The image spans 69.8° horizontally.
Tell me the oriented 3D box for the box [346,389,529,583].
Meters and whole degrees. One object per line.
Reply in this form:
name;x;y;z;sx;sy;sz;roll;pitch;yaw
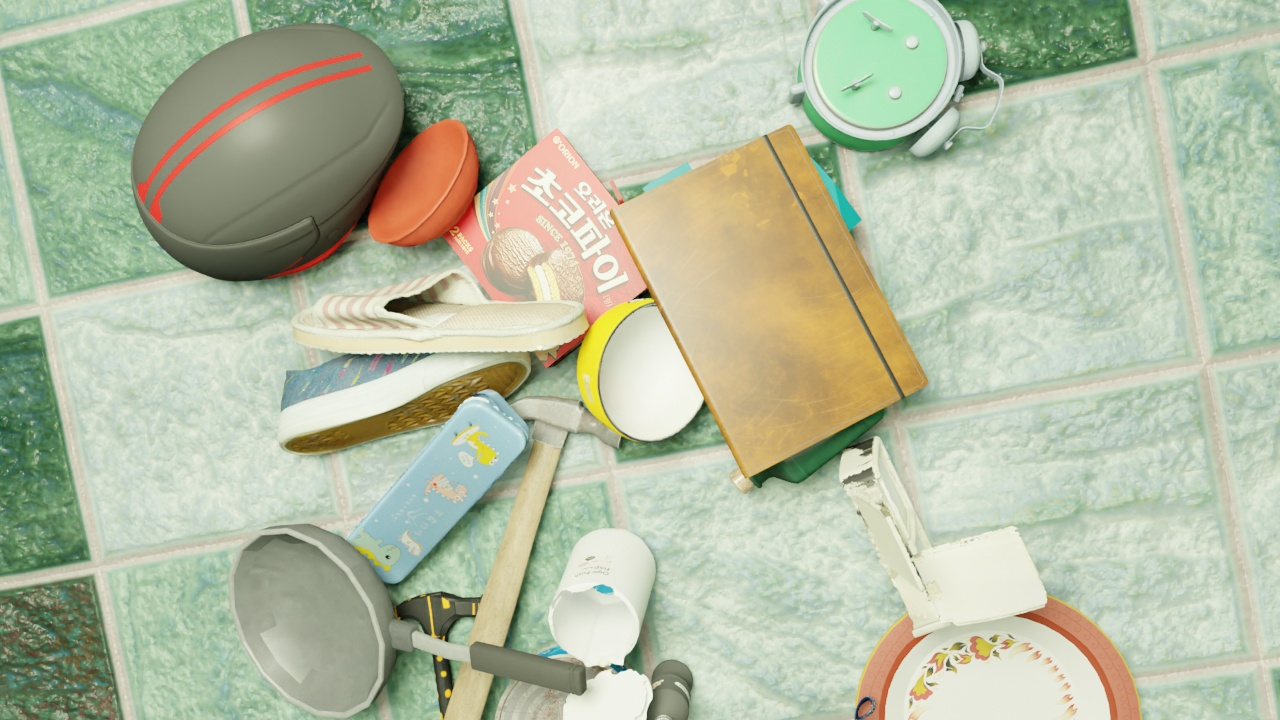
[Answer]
box;-0.176;0.114;0.777;0.066;0.049;0.210;45;113;3

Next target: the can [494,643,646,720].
can;-0.059;0.316;0.801;0.130;0.044;0.130;0;92;6

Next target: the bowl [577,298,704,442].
bowl;-0.005;0.004;0.760;0.117;0.068;0.117;-8;104;-35

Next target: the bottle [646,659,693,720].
bottle;0.023;0.281;0.757;0.036;0.110;0.036;0;92;6

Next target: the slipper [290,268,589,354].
slipper;-0.169;-0.041;0.741;0.263;0.114;0.052;2;109;23

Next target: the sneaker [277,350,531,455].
sneaker;-0.207;0.014;0.797;0.236;0.087;0.079;-18;68;10

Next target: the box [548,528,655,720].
box;-0.028;0.216;0.740;0.084;0.162;0.112;-7;105;11

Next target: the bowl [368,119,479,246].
bowl;-0.177;-0.144;0.776;0.122;0.035;0.121;-24;50;31

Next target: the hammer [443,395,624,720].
hammer;-0.115;0.189;0.799;0.119;0.030;0.331;17;90;7

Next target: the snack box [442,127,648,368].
snack box;-0.073;-0.095;0.789;0.133;0.036;0.152;-38;88;7

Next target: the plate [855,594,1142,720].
plate;0.297;0.300;0.771;0.230;0.021;0.230;0;92;6

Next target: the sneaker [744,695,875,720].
sneaker;0.091;0.374;0.771;0.270;0.103;0.132;-22;70;15

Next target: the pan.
pan;-0.200;0.226;0.761;0.358;0.041;0.179;3;106;26

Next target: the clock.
clock;0.207;-0.227;0.732;0.161;0.075;0.122;18;94;5

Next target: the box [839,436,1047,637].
box;0.219;0.134;0.694;0.095;0.185;0.145;-27;96;-1

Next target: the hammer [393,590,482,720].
hammer;-0.168;0.368;0.823;0.123;0.036;0.320;-8;89;7

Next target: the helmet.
helmet;-0.309;-0.165;0.746;0.265;0.170;0.164;-36;88;6

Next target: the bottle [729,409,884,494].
bottle;0.130;0.063;0.760;0.131;0.061;0.061;-40;85;6

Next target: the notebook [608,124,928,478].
notebook;0.103;-0.059;0.719;0.178;0.014;0.249;-27;86;-5
